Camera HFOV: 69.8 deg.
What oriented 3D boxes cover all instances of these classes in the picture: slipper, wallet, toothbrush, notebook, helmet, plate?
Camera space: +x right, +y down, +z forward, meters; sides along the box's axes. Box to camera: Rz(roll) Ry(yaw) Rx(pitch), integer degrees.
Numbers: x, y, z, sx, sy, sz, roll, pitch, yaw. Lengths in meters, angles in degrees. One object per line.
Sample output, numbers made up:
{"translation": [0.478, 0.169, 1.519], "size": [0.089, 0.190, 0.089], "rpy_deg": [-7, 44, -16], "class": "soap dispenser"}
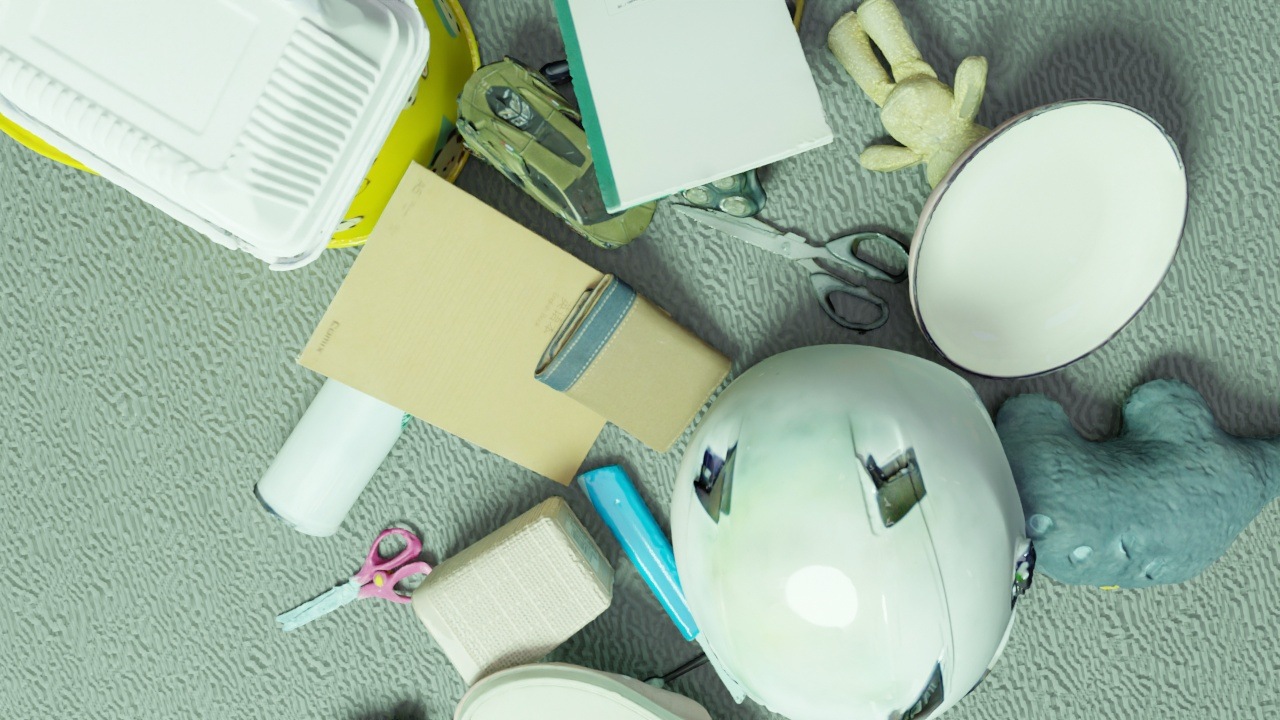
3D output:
{"translation": [-0.005, 0.279, 0.648], "size": [0.274, 0.054, 0.114], "rpy_deg": [30, 100, -21], "class": "slipper"}
{"translation": [-0.004, 0.004, 0.640], "size": [0.115, 0.033, 0.090], "rpy_deg": [33, 98, -22], "class": "wallet"}
{"translation": [0.071, 0.209, 0.679], "size": [0.181, 0.018, 0.015], "rpy_deg": [-30, 89, 4], "class": "toothbrush"}
{"translation": [-0.100, -0.017, 0.627], "size": [0.211, 0.012, 0.149], "rpy_deg": [29, 96, -26], "class": "notebook"}
{"translation": [0.117, 0.120, 0.568], "size": [0.229, 0.145, 0.258], "rpy_deg": [-2, 92, 27], "class": "helmet"}
{"translation": [0.025, -0.211, 0.609], "size": [0.150, 0.012, 0.209], "rpy_deg": [-17, 72, 8], "class": "notebook"}
{"translation": [0.261, -0.079, 0.604], "size": [0.192, 0.039, 0.193], "rpy_deg": [-6, 120, -10], "class": "plate"}

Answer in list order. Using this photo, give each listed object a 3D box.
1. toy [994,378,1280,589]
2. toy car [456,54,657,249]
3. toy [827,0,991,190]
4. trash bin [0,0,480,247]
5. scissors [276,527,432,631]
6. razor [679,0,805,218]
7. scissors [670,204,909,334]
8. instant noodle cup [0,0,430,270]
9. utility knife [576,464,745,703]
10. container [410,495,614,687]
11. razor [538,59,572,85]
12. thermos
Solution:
{"translation": [0.318, 0.084, 0.623], "size": [0.356, 0.091, 0.137], "rpy_deg": [1, 67, 2], "class": "toy"}
{"translation": [-0.053, -0.140, 0.628], "size": [0.158, 0.042, 0.070], "rpy_deg": [36, 85, -19], "class": "toy car"}
{"translation": [0.187, -0.176, 0.621], "size": [0.105, 0.066, 0.157], "rpy_deg": [-38, 87, 38], "class": "toy"}
{"translation": [-0.235, -0.187, 0.543], "size": [0.230, 0.255, 0.229], "rpy_deg": [0, 95, 4], "class": "trash bin"}
{"translation": [-0.221, 0.170, 0.694], "size": [0.135, 0.017, 0.064], "rpy_deg": [-22, 93, 9], "class": "scissors"}
{"translation": [0.077, -0.182, 0.624], "size": [0.062, 0.067, 0.167], "rpy_deg": [17, 89, 1], "class": "razor"}
{"translation": [0.111, -0.088, 0.654], "size": [0.142, 0.014, 0.173], "rpy_deg": [-30, 90, 7], "class": "scissors"}
{"translation": [-0.195, -0.132, 0.387], "size": [0.173, 0.060, 0.138], "rpy_deg": [31, 96, 2], "class": "instant noodle cup"}
{"translation": [0.021, 0.162, 0.670], "size": [0.034, 0.018, 0.202], "rpy_deg": [-33, 88, 2], "class": "utility knife"}
{"translation": [-0.084, 0.161, 0.649], "size": [0.111, 0.090, 0.090], "rpy_deg": [-35, 92, 2], "class": "container"}
{"translation": [-0.005, -0.221, 0.643], "size": [0.143, 0.022, 0.042], "rpy_deg": [-20, 67, 8], "class": "razor"}
{"translation": [-0.182, 0.017, 0.652], "size": [0.073, 0.073, 0.224], "rpy_deg": [35, 95, 0], "class": "thermos"}
